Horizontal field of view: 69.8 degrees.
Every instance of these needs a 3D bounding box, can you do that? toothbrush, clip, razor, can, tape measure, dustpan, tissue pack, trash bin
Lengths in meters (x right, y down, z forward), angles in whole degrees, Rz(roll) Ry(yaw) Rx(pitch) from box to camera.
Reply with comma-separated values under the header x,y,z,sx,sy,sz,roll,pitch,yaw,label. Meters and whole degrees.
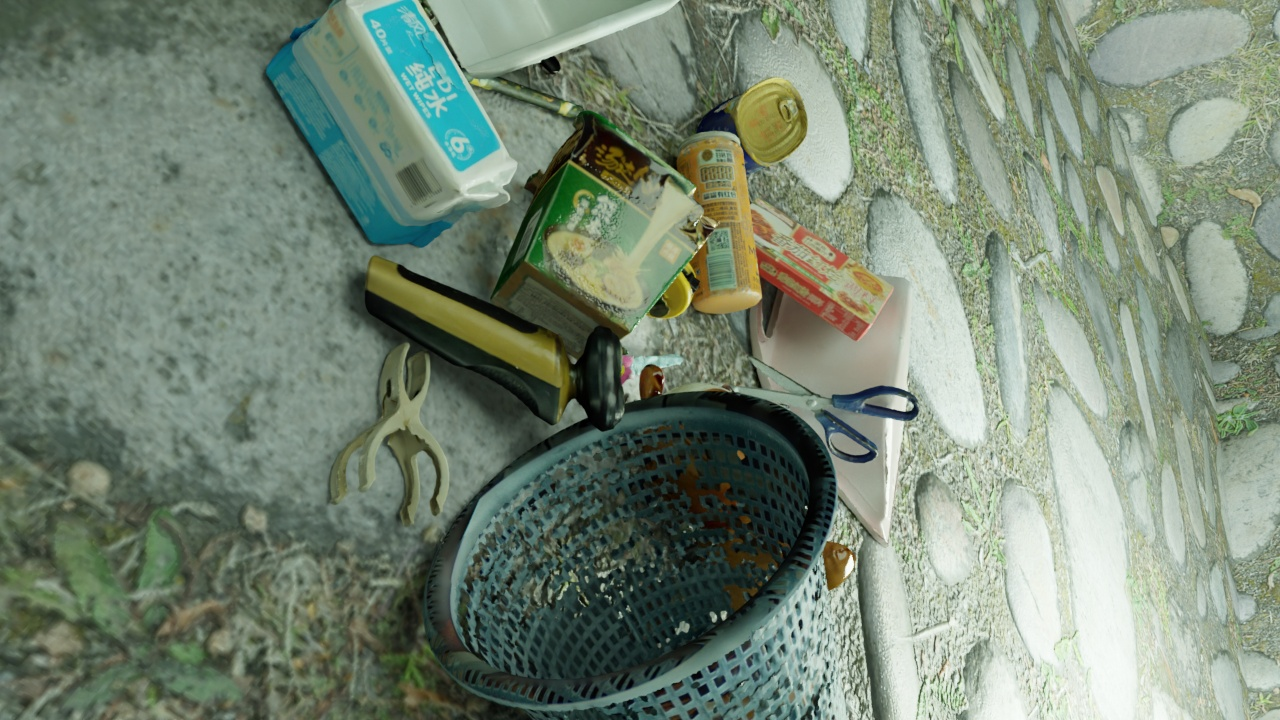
x,y,z,sx,sy,sz,roll,pitch,yaw,label
-0.104,-0.196,0.633,0.185,0.017,0.012,4,37,-50,toothbrush
-0.126,0.047,0.507,0.094,0.035,0.102,48,37,-22,clip
-0.081,-0.014,0.531,0.167,0.068,0.062,27,15,-15,razor
0.065,-0.115,0.775,0.058,0.058,0.146,11,69,-48,can
0.012,-0.056,0.689,0.057,0.060,0.028,55,41,-30,tape measure
0.194,0.020,0.923,0.274,0.139,0.221,76,26,-45,dustpan
0.108,-0.220,0.871,0.147,0.049,0.074,-44,111,-48,can
-0.137,-0.135,0.513,0.140,0.090,0.063,60,41,-15,tissue pack
0.022,0.160,0.521,0.225,0.227,0.195,-54,131,-45,trash bin
-0.061,-0.314,0.595,0.222,0.143,0.257,62,17,-8,dustpan

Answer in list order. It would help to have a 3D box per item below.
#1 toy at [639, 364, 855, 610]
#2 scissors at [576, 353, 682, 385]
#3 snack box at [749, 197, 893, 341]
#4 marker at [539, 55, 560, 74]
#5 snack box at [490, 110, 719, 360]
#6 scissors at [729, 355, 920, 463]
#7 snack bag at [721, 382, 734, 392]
x,y,z,sx,sy,sz,roll,pitch,yaw,label
0.071,0.089,0.658,0.130,0.140,0.199,-43,110,-15,toy
-0.004,0.004,0.685,0.133,0.017,0.054,-9,91,-55,scissors
0.150,-0.085,0.830,0.153,0.026,0.075,36,43,7,snack box
-0.100,-0.252,0.660,0.124,0.015,0.018,40,48,-37,marker
-0.033,-0.069,0.591,0.117,0.118,0.105,34,63,-12,snack box
0.161,0.036,0.785,0.166,0.155,0.012,55,24,-36,scissors
0.085,0.070,0.757,0.045,0.026,0.105,-41,108,-39,snack bag
